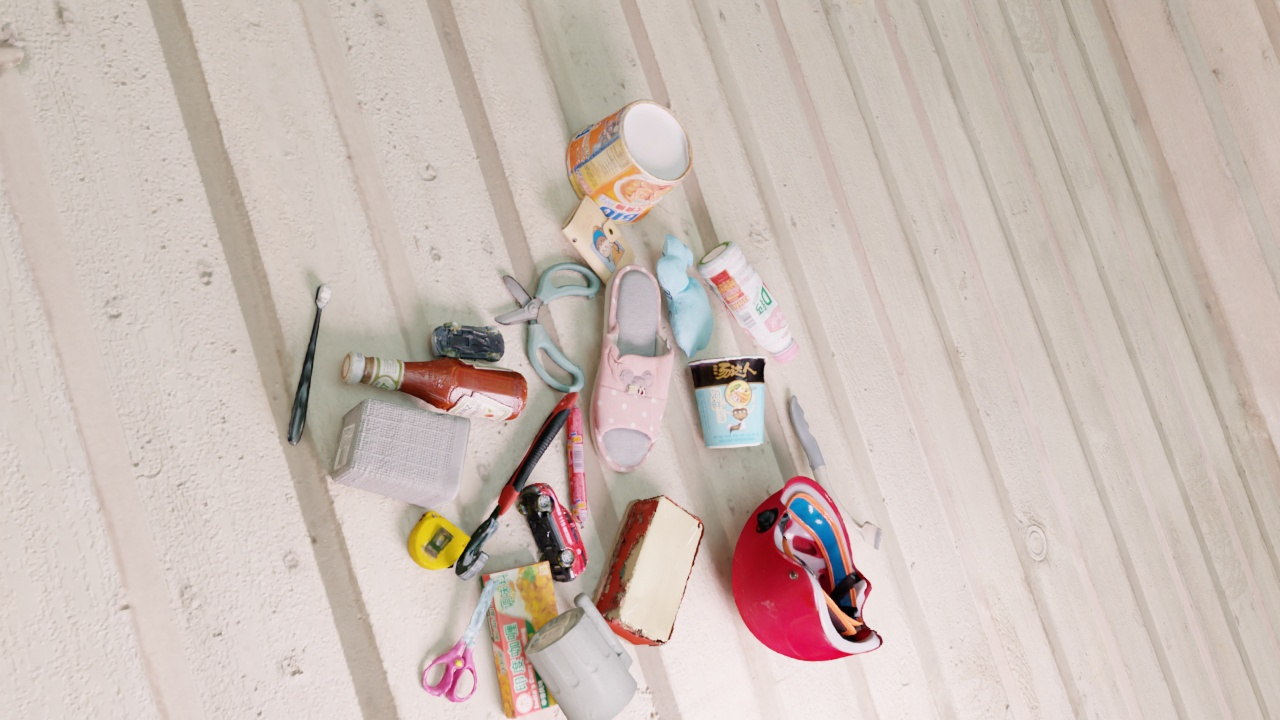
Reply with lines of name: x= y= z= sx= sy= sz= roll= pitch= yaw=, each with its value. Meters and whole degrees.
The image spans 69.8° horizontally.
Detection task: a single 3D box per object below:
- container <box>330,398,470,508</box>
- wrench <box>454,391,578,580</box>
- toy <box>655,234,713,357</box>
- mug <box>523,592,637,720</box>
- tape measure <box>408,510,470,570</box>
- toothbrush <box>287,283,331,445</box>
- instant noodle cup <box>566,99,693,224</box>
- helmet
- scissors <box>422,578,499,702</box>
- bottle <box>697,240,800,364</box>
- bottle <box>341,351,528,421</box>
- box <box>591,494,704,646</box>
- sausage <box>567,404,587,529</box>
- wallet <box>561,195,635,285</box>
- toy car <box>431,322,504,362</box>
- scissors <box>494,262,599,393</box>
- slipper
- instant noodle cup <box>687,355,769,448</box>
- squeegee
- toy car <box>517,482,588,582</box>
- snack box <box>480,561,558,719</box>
container: x=-0.251 y=0.095 z=0.957 sx=0.114 sy=0.090 sz=0.090 roll=18 pitch=65 yaw=-28
wrench: x=-0.139 y=0.137 z=1.055 sx=0.016 sy=0.056 sz=0.272 roll=45 pitch=50 yaw=-20
toy: x=0.063 y=-0.084 z=1.267 sx=0.156 sy=0.050 sz=0.161 roll=49 pitch=39 yaw=-36
mug: x=-0.060 y=0.325 z=1.004 sx=0.103 sy=0.084 sz=0.123 roll=57 pitch=24 yaw=-7
tape measure: x=-0.218 y=0.196 z=0.986 sx=0.060 sy=0.029 sz=0.057 roll=43 pitch=55 yaw=-18
toothbrush: x=-0.346 y=0.001 z=0.962 sx=0.015 sy=0.018 sz=0.180 roll=19 pitch=66 yaw=-35
instant noodle cup: x=-0.008 y=-0.274 z=1.241 sx=0.151 sy=0.112 sz=0.151 roll=12 pitch=69 yaw=-34
helmet: x=0.198 y=0.281 z=1.200 sx=0.207 sy=0.144 sz=0.239 roll=41 pitch=30 yaw=-31
scissors: x=-0.179 y=0.296 z=0.977 sx=0.063 sy=0.017 sz=0.135 roll=32 pitch=70 yaw=-17
bottle: x=0.164 y=-0.081 z=1.339 sx=0.197 sy=0.068 sz=0.068 roll=51 pitch=52 yaw=-16
bottle: x=-0.225 y=0.025 z=1.017 sx=0.205 sy=0.060 sz=0.059 roll=12 pitch=68 yaw=-33
box: x=0.013 y=0.252 z=1.109 sx=0.091 sy=0.080 sz=0.168 roll=36 pitch=56 yaw=-23
sausage: x=-0.078 y=0.127 z=1.120 sx=0.020 sy=0.020 sz=0.155 roll=6 pitch=72 yaw=-35
wallet: x=-0.053 y=-0.156 z=1.220 sx=0.115 sy=0.024 sz=0.087 roll=49 pitch=45 yaw=-24
toy car: x=-0.200 y=-0.019 z=1.065 sx=0.090 sy=0.034 sz=0.043 roll=2 pitch=72 yaw=-39
scissors: x=-0.099 y=-0.050 z=1.162 sx=0.169 sy=0.019 sz=0.173 roll=-37 pitch=97 yaw=-37
slipper: x=-0.007 y=0.007 z=1.178 sx=0.114 sy=0.055 sz=0.274 roll=15 pitch=73 yaw=-37
instant noodle cup: x=0.124 y=0.058 z=1.243 sx=0.111 sy=0.111 sz=0.120 roll=-1 pitch=83 yaw=-37
squeegee: x=0.268 y=0.161 z=1.329 sx=0.246 sy=0.039 sz=0.246 roll=63 pitch=4 yaw=21
toy car: x=-0.100 y=0.196 z=1.061 sx=0.045 sy=0.053 sz=0.120 roll=-26 pitch=95 yaw=-41
snack box: x=-0.126 y=0.308 z=1.020 sx=0.076 sy=0.027 sz=0.155 roll=-5 pitch=78 yaw=-38
